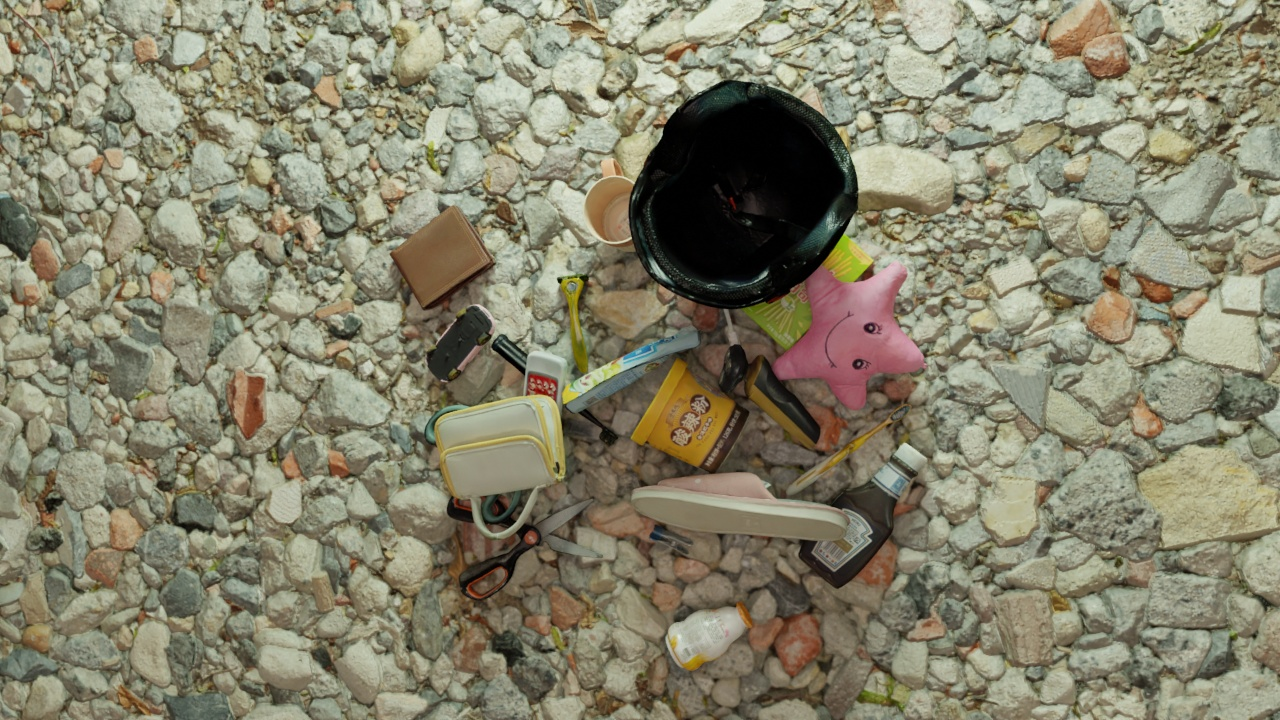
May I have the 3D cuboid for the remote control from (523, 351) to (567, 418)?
[{"bbox_3d":[-0.130,0.056,1.214,0.056,0.020,0.136,16,111,19],"label":"remote control"}]

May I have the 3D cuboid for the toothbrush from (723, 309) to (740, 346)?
[{"bbox_3d":[0.101,-0.102,1.190,0.016,0.016,0.180,-15,87,9],"label":"toothbrush"}]

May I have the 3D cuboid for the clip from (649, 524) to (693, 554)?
[{"bbox_3d":[0.040,0.233,1.197,0.058,0.025,0.036,25,102,5],"label":"clip"}]

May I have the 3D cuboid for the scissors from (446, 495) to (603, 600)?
[{"bbox_3d":[-0.170,0.238,1.241,0.228,0.021,0.221,41,98,10],"label":"scissors"}]

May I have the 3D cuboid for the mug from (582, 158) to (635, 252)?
[{"bbox_3d":[-0.025,-0.198,1.170,0.082,0.106,0.114,-15,87,11],"label":"mug"}]

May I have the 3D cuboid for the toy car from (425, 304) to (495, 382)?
[{"bbox_3d":[-0.244,-0.024,1.252,0.056,0.037,0.123,48,111,11],"label":"toy car"}]

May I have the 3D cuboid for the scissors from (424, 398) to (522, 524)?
[{"bbox_3d":[-0.223,0.131,1.241,0.170,0.019,0.171,8,91,23],"label":"scissors"}]

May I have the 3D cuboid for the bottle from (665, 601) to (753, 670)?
[{"bbox_3d":[0.088,0.347,1.166,0.108,0.063,0.063,-31,84,10],"label":"bottle"}]

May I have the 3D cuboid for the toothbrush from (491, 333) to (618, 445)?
[{"bbox_3d":[-0.114,0.040,1.228,0.212,0.026,0.027,40,72,9],"label":"toothbrush"}]

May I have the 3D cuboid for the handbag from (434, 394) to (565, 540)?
[{"bbox_3d":[-0.179,0.141,1.184,0.164,0.063,0.178,-12,86,21],"label":"handbag"}]

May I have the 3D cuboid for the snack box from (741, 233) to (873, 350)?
[{"bbox_3d":[0.209,-0.096,1.163,0.086,0.026,0.156,44,97,8],"label":"snack box"}]

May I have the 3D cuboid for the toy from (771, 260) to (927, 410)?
[{"bbox_3d":[0.268,-0.033,1.118,0.178,0.074,0.195,19,110,1],"label":"toy"}]

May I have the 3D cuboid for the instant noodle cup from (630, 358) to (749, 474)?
[{"bbox_3d":[0.065,0.076,1.150,0.114,0.118,0.118,31,96,2],"label":"instant noodle cup"}]

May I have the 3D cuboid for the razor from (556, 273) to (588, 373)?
[{"bbox_3d":[-0.084,-0.048,1.224,0.043,0.028,0.132,-6,90,8],"label":"razor"}]

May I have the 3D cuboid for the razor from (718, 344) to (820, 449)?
[{"bbox_3d":[0.162,0.050,1.137,0.068,0.062,0.167,-42,107,17],"label":"razor"}]

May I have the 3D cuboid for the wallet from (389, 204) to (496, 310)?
[{"bbox_3d":[-0.274,-0.141,1.261,0.125,0.032,0.101,-34,80,9],"label":"wallet"}]

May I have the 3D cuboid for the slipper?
[{"bbox_3d":[0.120,0.176,1.133,0.275,0.114,0.054,3,60,20],"label":"slipper"}]

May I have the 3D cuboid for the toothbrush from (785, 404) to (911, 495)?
[{"bbox_3d":[0.261,0.113,1.155,0.191,0.018,0.016,-37,81,9],"label":"toothbrush"}]

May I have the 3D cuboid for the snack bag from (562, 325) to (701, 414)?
[{"bbox_3d":[-0.007,0.007,1.164,0.191,0.110,0.039,-28,88,11],"label":"snack bag"}]

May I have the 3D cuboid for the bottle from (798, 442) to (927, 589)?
[{"bbox_3d":[0.280,0.188,1.138,0.080,0.044,0.195,39,96,16],"label":"bottle"}]

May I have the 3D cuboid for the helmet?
[{"bbox_3d":[0.114,-0.179,1.069,0.274,0.230,0.233,-41,84,-2],"label":"helmet"}]
